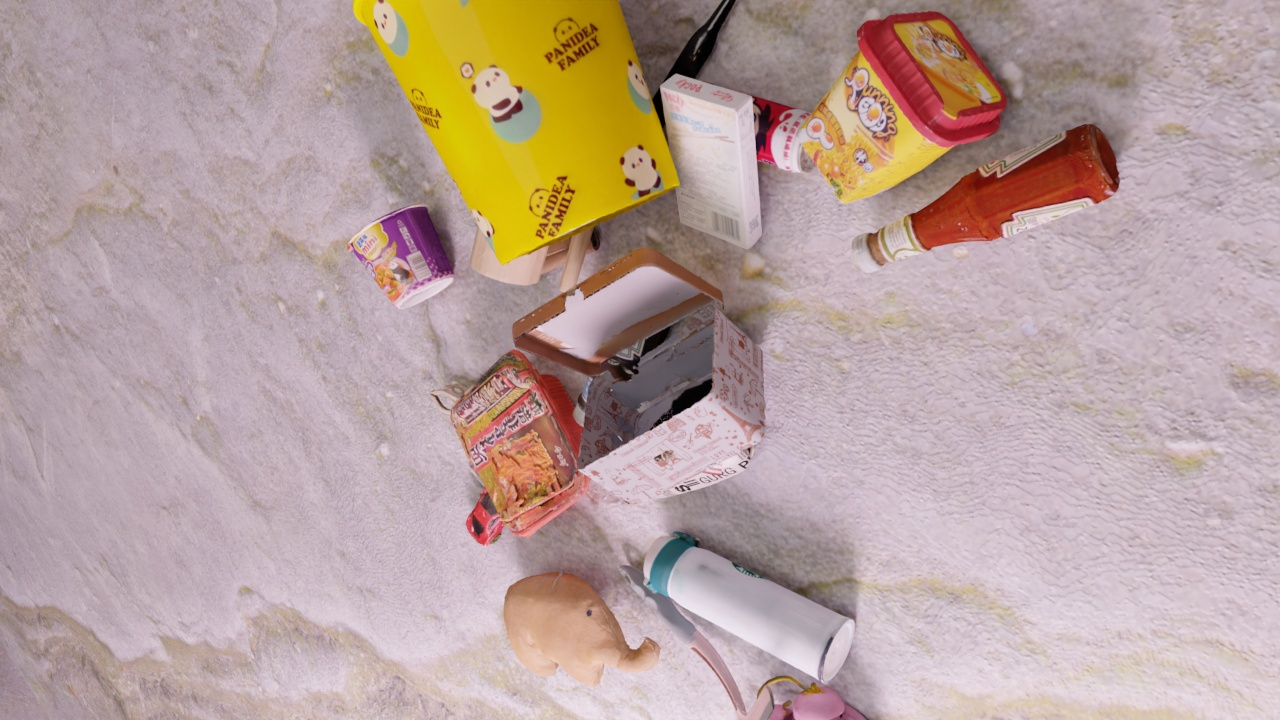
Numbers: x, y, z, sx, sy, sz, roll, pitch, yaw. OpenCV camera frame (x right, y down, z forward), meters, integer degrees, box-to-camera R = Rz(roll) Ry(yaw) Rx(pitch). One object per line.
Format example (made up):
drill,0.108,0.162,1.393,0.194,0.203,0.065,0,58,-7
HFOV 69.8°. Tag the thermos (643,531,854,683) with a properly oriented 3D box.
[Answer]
thermos,0.103,0.244,0.939,0.224,0.073,0.073,20,113,33

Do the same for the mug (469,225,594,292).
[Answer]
mug,-0.115,-0.137,0.981,0.124,0.084,0.104,19,110,4

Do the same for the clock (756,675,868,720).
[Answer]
clock,0.176,0.390,0.920,0.117,0.059,0.158,-41,73,37

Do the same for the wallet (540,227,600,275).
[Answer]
wallet,-0.104,-0.147,1.031,0.115,0.033,0.090,-17,89,36

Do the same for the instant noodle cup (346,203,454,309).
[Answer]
instant noodle cup,-0.290,-0.125,1.140,0.112,0.111,0.099,-28,92,39

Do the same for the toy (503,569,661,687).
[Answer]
toy,-0.079,0.316,1.084,0.227,0.082,0.143,-9,107,44

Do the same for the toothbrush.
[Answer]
toothbrush,0.055,-0.297,0.873,0.026,0.027,0.213,25,124,-18

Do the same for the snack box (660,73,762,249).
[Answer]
snack box,0.067,-0.179,0.841,0.085,0.026,0.157,28,148,31

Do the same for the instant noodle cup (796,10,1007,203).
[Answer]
instant noodle cup,0.201,-0.196,0.734,0.116,0.115,0.124,59,140,11

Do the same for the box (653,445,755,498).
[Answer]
box,0.052,0.097,0.963,0.164,0.080,0.075,-27,114,38

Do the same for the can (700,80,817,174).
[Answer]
can,0.102,-0.213,0.836,0.133,0.053,0.053,27,116,31

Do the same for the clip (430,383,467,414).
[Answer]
clip,-0.223,0.060,1.176,0.097,0.034,0.062,26,115,22

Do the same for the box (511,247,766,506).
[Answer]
box,-0.006,0.003,0.867,0.183,0.192,0.156,-32,35,30

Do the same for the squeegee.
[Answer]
squeegee,0.057,0.314,1.002,0.249,0.040,0.248,49,151,30

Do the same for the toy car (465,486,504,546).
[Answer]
toy car,-0.192,0.193,1.182,0.049,0.031,0.106,44,122,20

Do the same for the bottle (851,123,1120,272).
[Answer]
bottle,0.265,-0.119,0.729,0.207,0.059,0.060,-21,87,40

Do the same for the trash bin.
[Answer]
trash bin,-0.097,-0.239,0.831,0.230,0.228,0.255,-18,100,39

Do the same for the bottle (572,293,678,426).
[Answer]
bottle,-0.025,-0.008,0.993,0.080,0.043,0.195,35,122,16

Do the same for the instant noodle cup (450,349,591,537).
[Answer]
instant noodle cup,-0.128,0.096,1.077,0.165,0.078,0.188,-38,76,38
